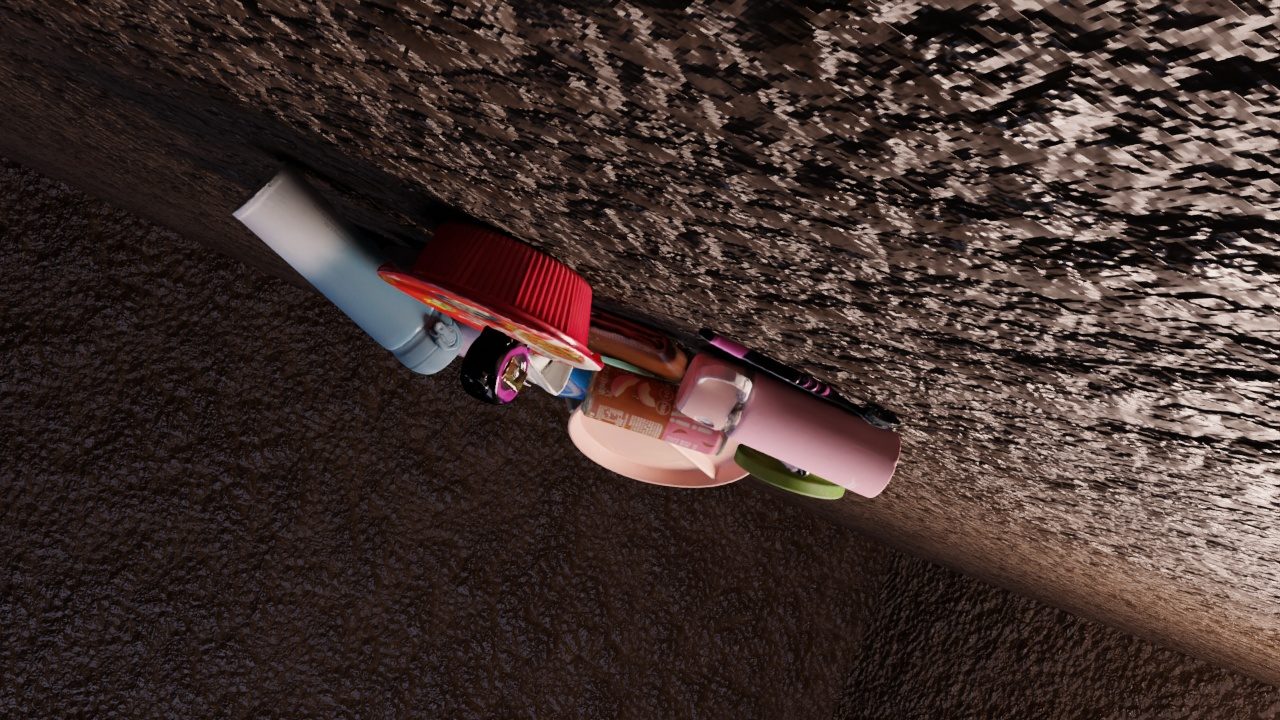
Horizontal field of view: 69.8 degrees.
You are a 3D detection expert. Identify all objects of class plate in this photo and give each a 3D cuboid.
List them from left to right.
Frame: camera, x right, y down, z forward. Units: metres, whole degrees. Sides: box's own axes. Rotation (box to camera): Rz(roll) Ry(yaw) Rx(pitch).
[{"bbox_3d":[0.029,0.087,1.075,0.229,0.028,0.230,7,148,4],"label":"plate"}]

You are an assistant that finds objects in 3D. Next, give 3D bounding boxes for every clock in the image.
[{"bbox_3d":[0.166,0.093,0.949,0.116,0.056,0.161,21,-170,24],"label":"clock"}]

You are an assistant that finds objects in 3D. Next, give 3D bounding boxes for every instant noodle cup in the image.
[{"bbox_3d":[-0.111,-0.057,0.748,0.194,0.065,0.194,23,173,3],"label":"instant noodle cup"}]

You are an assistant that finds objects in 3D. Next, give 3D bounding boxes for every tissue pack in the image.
[{"bbox_3d":[-0.093,0.002,1.075,0.157,0.052,0.095,42,156,-32],"label":"tissue pack"}]

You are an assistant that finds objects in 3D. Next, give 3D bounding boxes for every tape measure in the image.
[{"bbox_3d":[-0.114,0.007,0.732,0.039,0.057,0.058,20,165,19],"label":"tape measure"}]

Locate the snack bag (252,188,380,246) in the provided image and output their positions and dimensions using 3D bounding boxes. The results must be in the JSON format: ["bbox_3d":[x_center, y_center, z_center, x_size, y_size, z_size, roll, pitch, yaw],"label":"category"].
[{"bbox_3d":[-0.333,-0.133,1.014,0.191,0.038,0.110,24,162,-13],"label":"snack bag"}]

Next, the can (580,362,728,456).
[{"bbox_3d":[0.017,0.049,0.923,0.147,0.058,0.058,18,174,-4],"label":"can"}]

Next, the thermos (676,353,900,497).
[{"bbox_3d":[0.133,0.053,0.816,0.198,0.067,0.087,25,159,-6],"label":"thermos"}]

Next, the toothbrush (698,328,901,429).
[{"bbox_3d":[0.130,0.015,0.734,0.189,0.014,0.018,25,163,-13],"label":"toothbrush"}]

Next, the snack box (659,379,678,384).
[{"bbox_3d":[0.028,0.076,1.187,0.117,0.118,0.106,28,159,-36],"label":"snack box"}]

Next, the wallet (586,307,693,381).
[{"bbox_3d":[-0.015,-0.018,0.881,0.125,0.032,0.101,19,170,24],"label":"wallet"}]

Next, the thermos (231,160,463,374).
[{"bbox_3d":[-0.249,-0.075,0.808,0.220,0.070,0.070,46,164,-26],"label":"thermos"}]

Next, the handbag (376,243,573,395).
[{"bbox_3d":[-0.171,-0.045,0.939,0.197,0.098,0.145,20,167,22],"label":"handbag"}]

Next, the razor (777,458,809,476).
[{"bbox_3d":[0.103,0.062,0.872,0.143,0.043,0.022,41,-141,14],"label":"razor"}]

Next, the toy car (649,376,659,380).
[{"bbox_3d":[-0.006,0.006,1.025,0.049,0.031,0.106,20,158,19],"label":"toy car"}]

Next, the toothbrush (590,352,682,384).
[{"bbox_3d":[0.027,0.009,0.935,0.225,0.027,0.026,14,128,30],"label":"toothbrush"}]

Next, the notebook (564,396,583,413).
[{"bbox_3d":[-0.031,0.059,1.277,0.206,0.010,0.145,28,-153,-34],"label":"notebook"}]
